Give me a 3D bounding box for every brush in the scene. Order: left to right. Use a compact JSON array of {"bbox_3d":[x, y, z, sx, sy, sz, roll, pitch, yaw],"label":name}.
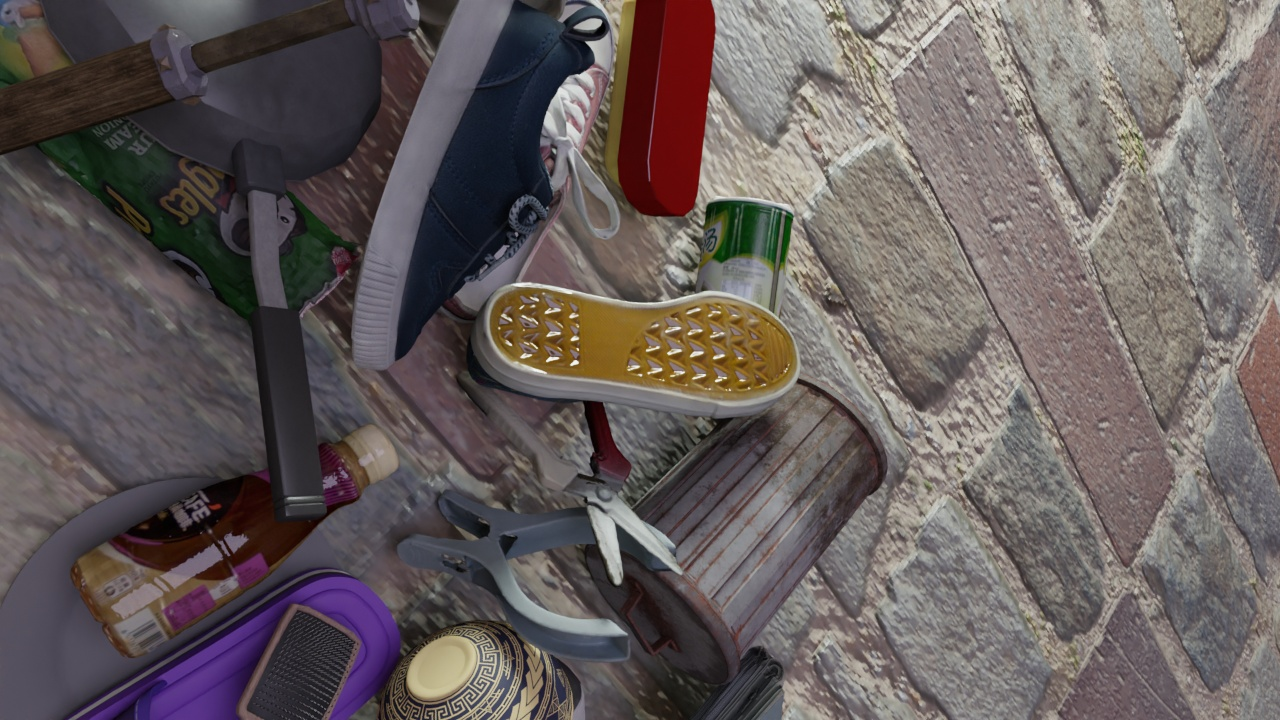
[{"bbox_3d":[-0.185,0.193,0.463,0.050,0.015,0.135,44,47,-31],"label":"brush"},{"bbox_3d":[0.012,-0.189,0.652,0.082,0.042,0.173,13,82,-62],"label":"brush"}]

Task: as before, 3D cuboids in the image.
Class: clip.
[{"bbox_3d":[-0.051,0.107,0.570,0.141,0.172,0.029,-41,141,-44],"label":"clip"}]

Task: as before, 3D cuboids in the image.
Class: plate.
[{"bbox_3d":[-0.254,0.154,0.511,0.178,0.012,0.178,0,91,-34],"label":"plate"}]

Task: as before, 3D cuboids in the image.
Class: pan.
[{"bbox_3d":[-0.187,-0.098,0.450,0.178,0.041,0.357,6,65,-50],"label":"pan"}]

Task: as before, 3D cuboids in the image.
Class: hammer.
[{"bbox_3d":[-0.238,-0.105,0.387,0.317,0.028,0.147,-12,103,12],"label":"hammer"}]

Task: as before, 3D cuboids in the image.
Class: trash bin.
[{"bbox_3d":[0.066,0.118,0.654,0.210,0.131,0.131,-42,112,-28],"label":"trash bin"}]

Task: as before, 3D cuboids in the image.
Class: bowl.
[{"bbox_3d":[-0.100,0.190,0.515,0.112,0.112,0.061,-39,129,-27],"label":"bowl"}]

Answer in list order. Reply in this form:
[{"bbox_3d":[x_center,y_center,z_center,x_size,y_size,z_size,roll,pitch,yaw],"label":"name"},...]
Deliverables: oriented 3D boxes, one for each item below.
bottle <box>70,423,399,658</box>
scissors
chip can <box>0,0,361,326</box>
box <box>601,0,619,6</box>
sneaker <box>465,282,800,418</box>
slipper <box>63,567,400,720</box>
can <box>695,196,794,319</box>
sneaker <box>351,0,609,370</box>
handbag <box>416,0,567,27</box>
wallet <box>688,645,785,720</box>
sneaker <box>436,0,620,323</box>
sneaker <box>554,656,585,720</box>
[{"bbox_3d":[-0.209,0.088,0.495,0.165,0.060,0.059,-32,108,-29],"label":"bottle"},{"bbox_3d":[-0.044,0.058,0.578,0.179,0.015,0.193,24,31,2],"label":"scissors"},{"bbox_3d":[-0.254,-0.109,0.471,0.223,0.076,0.075,46,67,-25],"label":"chip can"},{"bbox_3d":[-0.076,-0.303,0.589,0.187,0.083,0.043,41,75,-29],"label":"box"},{"bbox_3d":[-0.004,0.003,0.603,0.235,0.079,0.087,4,66,-28],"label":"sneaker"},{"bbox_3d":[-0.234,0.217,0.465,0.265,0.084,0.107,-39,111,-27],"label":"slipper"},{"bbox_3d":[0.076,-0.059,0.694,0.067,0.067,0.121,10,86,-33],"label":"can"},{"bbox_3d":[-0.094,-0.090,0.505,0.087,0.089,0.236,20,117,-17],"label":"sneaker"},{"bbox_3d":[-0.111,-0.284,0.486,0.092,0.201,0.199,-56,139,-17],"label":"handbag"},{"bbox_3d":[0.064,0.270,0.663,0.100,0.054,0.132,-45,150,-26],"label":"wallet"},{"bbox_3d":[-0.068,-0.137,0.585,0.118,0.088,0.240,25,78,-31],"label":"sneaker"},{"bbox_3d":[-0.132,0.298,0.553,0.262,0.097,0.129,-34,127,-20],"label":"sneaker"}]
